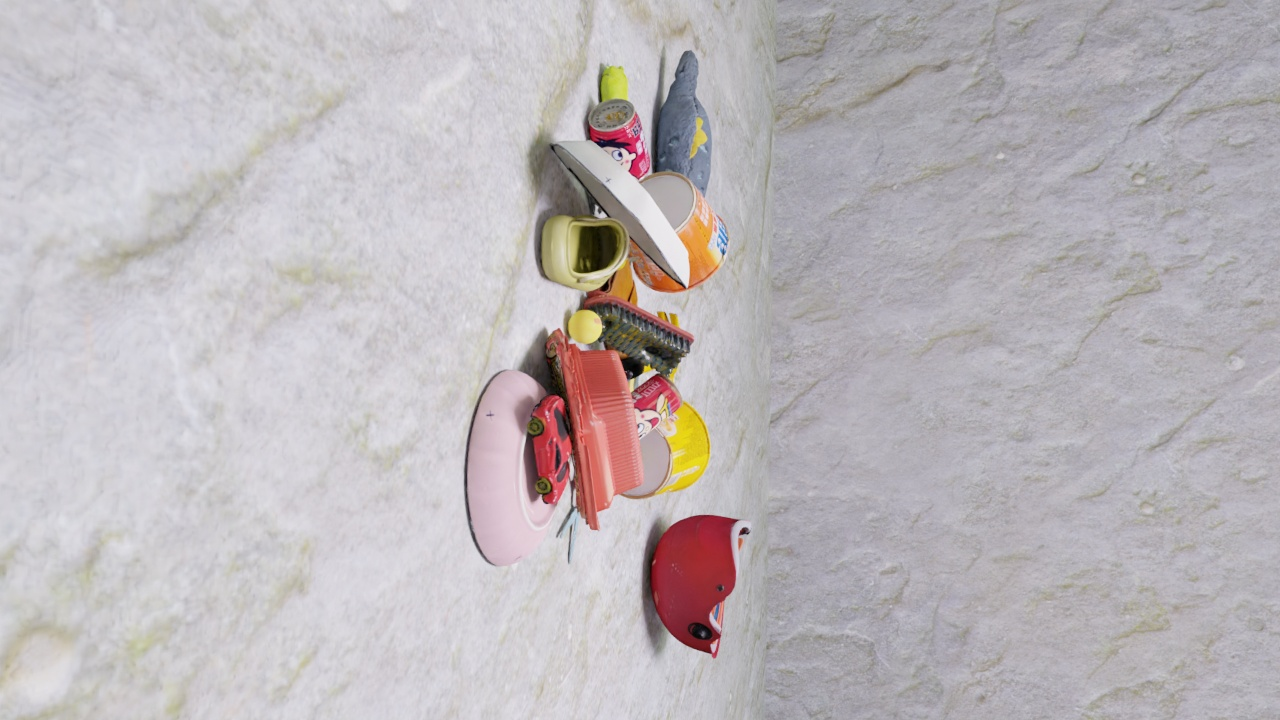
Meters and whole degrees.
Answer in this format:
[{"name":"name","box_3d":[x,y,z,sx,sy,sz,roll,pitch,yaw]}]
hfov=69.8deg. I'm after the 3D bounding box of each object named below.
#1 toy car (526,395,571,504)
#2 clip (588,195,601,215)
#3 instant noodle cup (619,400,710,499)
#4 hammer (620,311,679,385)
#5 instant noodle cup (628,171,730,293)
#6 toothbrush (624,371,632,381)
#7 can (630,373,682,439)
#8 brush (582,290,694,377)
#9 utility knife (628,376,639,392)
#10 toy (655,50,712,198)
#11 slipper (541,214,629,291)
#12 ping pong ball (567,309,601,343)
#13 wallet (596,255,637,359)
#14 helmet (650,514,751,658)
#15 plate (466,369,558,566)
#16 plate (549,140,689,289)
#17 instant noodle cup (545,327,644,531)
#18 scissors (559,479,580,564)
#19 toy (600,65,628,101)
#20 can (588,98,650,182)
[{"name":"toy car","box_3d":[-0.083,0.087,0.876,0.049,0.031,0.106,-52,142,-65]},{"name":"clip","box_3d":[-0.056,-0.208,1.157,0.026,0.043,0.058,-80,171,-46]},{"name":"instant noodle cup","box_3d":[0.011,0.121,1.221,0.109,0.138,0.138,-14,104,-66]},{"name":"hammer","box_3d":[-0.007,0.007,1.235,0.300,0.033,0.129,-20,118,-66]},{"name":"instant noodle cup","box_3d":[0.039,-0.186,1.295,0.111,0.152,0.151,51,41,-55]},{"name":"toothbrush","box_3d":[-0.035,0.039,1.093,0.190,0.014,0.016,129,-33,-67]},{"name":"can","box_3d":[-0.013,0.073,1.127,0.132,0.053,0.053,-37,138,-23]},{"name":"brush","box_3d":[-0.008,-0.041,1.155,0.063,0.145,0.069,-52,-158,30]},{"name":"utility knife","box_3d":[-0.014,0.040,1.348,0.031,0.020,0.189,59,38,-53]},{"name":"toy","box_3d":[0.071,-0.339,1.513,0.138,0.091,0.356,-61,152,-85]},{"name":"slipper","box_3d":[-0.052,-0.124,1.057,0.190,0.082,0.091,-17,109,-72]},{"name":"ping pong ball","box_3d":[-0.065,-0.040,1.081,0.040,0.040,0.040,1,89,-75]},{"name":"wallet","box_3d":[-0.028,-0.073,1.255,0.118,0.035,0.131,-66,153,-45]},{"name":"helmet","box_3d":[0.086,0.357,1.487,0.206,0.144,0.240,-60,162,-61]},{"name":"plate","box_3d":[-0.113,0.105,0.901,0.192,0.039,0.192,1,89,-76]},{"name":"plate","box_3d":[-0.012,-0.174,1.061,0.034,0.162,0.265,-46,152,1]},{"name":"instant noodle cup","box_3d":[-0.047,0.067,0.977,0.188,0.079,0.165,-108,-171,-56]},{"name":"scissors","box_3d":[-0.073,0.179,1.110,0.130,0.017,0.133,47,50,-73]},{"name":"toy","box_3d":[-0.032,-0.342,1.223,0.096,0.031,0.100,-73,158,-44]},{"name":"can","box_3d":[-0.027,-0.279,1.173,0.094,0.066,0.066,71,24,-51]}]
